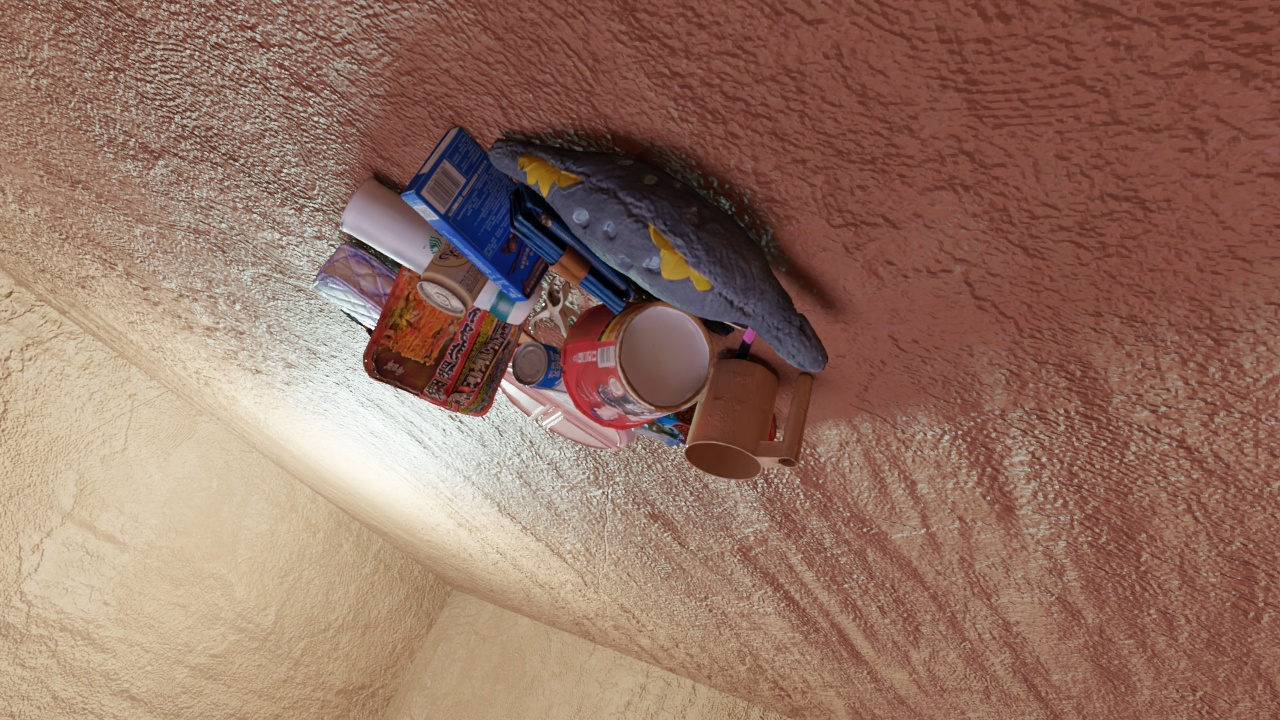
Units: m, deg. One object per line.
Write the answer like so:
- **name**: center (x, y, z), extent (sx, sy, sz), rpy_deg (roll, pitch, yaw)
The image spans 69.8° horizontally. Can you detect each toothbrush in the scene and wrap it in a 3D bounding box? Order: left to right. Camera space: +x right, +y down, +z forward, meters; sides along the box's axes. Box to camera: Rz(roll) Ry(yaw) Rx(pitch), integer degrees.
- **toothbrush**: center (0.009, -0.068, 0.938), extent (0.189, 0.016, 0.014), rpy_deg (26, 157, 7)
- **toothbrush**: center (0.104, 0.005, 0.983), extent (0.014, 0.017, 0.189), rpy_deg (16, 154, 3)

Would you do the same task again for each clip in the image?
- **clip**: center (-0.086, -0.051, 1.051), extent (0.092, 0.034, 0.103), rpy_deg (38, 147, -12)
- **clip**: center (0.018, 0.085, 1.090), extent (0.057, 0.031, 0.025), rpy_deg (29, 154, -7)

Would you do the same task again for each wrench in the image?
- **wrench**: center (-0.362, -0.026, 1.294), extent (0.273, 0.016, 0.056), rpy_deg (32, 175, 44)

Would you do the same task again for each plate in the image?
- **plate**: center (-0.110, 0.060, 1.269), extent (0.229, 0.028, 0.230), rpy_deg (25, 156, 12)

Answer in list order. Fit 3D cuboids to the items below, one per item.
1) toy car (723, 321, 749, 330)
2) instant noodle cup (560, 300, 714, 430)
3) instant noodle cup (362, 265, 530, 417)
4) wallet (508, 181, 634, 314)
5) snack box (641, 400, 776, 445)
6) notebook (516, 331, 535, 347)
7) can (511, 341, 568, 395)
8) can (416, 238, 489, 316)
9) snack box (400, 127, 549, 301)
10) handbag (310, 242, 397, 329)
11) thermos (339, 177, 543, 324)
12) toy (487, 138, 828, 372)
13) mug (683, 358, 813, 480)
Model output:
- **toy car**: center (0.072, -0.062, 0.862), extent (0.090, 0.035, 0.042), rpy_deg (28, 155, 4)
- **instant noodle cup**: center (0.001, 0.002, 0.922), extent (0.138, 0.137, 0.109), rpy_deg (36, 162, -18)
- **instant noodle cup**: center (-0.227, -0.026, 1.108), extent (0.189, 0.164, 0.079), rpy_deg (20, 172, 18)
- **wallet**: center (-0.067, -0.106, 0.859), extent (0.133, 0.040, 0.106), rpy_deg (37, -165, -24)
- **snack box**: center (0.057, 0.067, 1.105), extent (0.208, 0.057, 0.058), rpy_deg (16, 151, 24)
- **notebook**: center (-0.133, 0.022, 1.273), extent (0.207, 0.008, 0.148), rpy_deg (41, 153, -26)
- **can**: center (-0.092, 0.014, 1.097), extent (0.053, 0.053, 0.134), rpy_deg (11, 177, 33)
- **can**: center (-0.172, -0.106, 0.926), extent (0.058, 0.116, 0.059), rpy_deg (22, 155, 11)
- **snack box**: center (-0.146, -0.137, 0.878), extent (0.026, 0.084, 0.157), rpy_deg (-1, 143, 47)
- **handbag**: center (-0.329, -0.073, 1.208), extent (0.194, 0.075, 0.134), rpy_deg (39, 159, -20)
- **thermos**: center (-0.214, -0.117, 1.012), extent (0.224, 0.073, 0.073), rpy_deg (30, 156, -7)
- **toy**: center (0.020, -0.099, 0.774), extent (0.356, 0.091, 0.138), rpy_deg (34, 174, -1)
- **mug**: center (0.114, 0.061, 0.955), extent (0.125, 0.103, 0.084), rpy_deg (-4, 145, 32)
